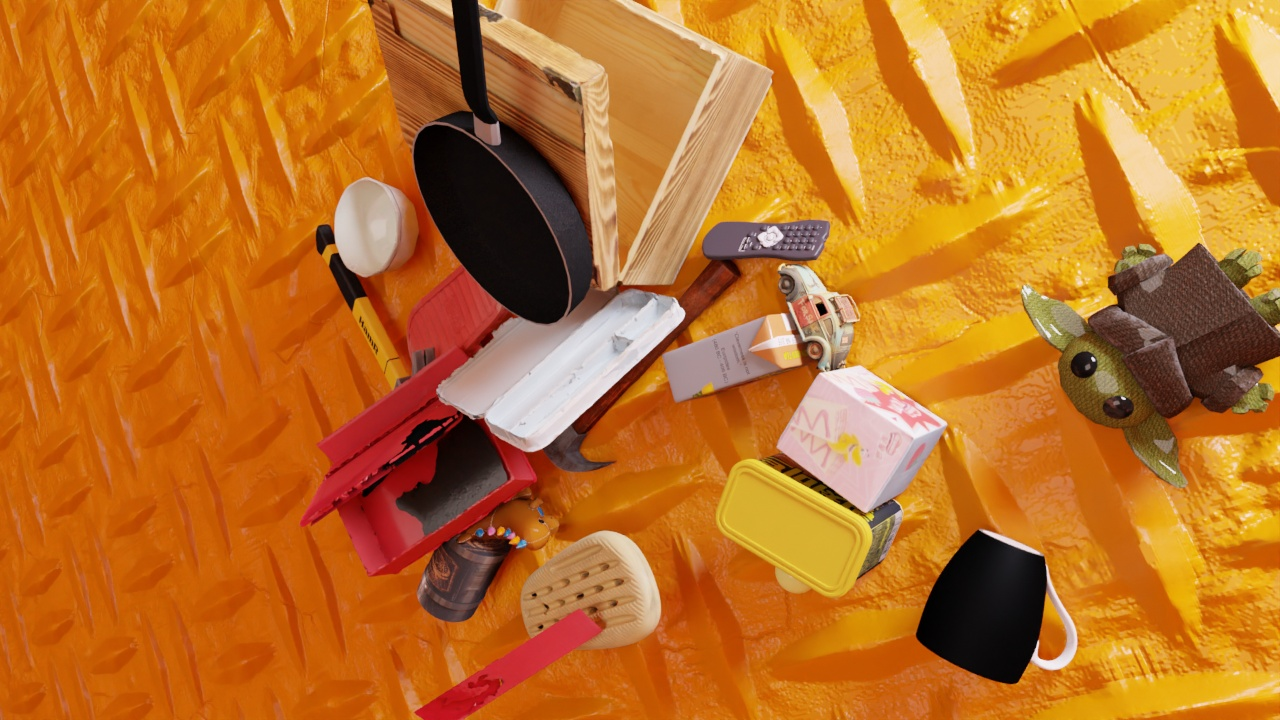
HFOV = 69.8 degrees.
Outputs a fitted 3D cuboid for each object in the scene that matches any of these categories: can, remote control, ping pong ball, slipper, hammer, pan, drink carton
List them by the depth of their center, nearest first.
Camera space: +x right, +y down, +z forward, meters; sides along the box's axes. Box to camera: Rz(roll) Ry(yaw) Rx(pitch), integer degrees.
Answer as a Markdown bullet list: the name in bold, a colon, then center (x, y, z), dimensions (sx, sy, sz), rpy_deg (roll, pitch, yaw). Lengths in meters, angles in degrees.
- **pan**: center (-0.117, -0.167, 0.747), dimensions (0.204, 0.044, 0.356), rpy_deg (39, 151, 21)
- **can**: center (0.149, 0.135, 0.798), dimensions (0.131, 0.100, 0.073), rpy_deg (28, 109, 30)
- **remote control**: center (0.112, -0.111, 0.843), dimensions (0.125, 0.009, 0.046), rpy_deg (5, 57, 34)
- **ping pong ball**: center (0.144, 0.194, 0.843), dimensions (0.040, 0.040, 0.040), rpy_deg (3, 96, 34)
- **drink carton**: center (0.090, -0.002, 0.845), dimensions (0.125, 0.076, 0.048), rpy_deg (-20, 82, 38)
- **hammer**: center (-0.006, 0.005, 0.938), dimensions (0.301, 0.028, 0.111), rpy_deg (-47, 68, 28)
- **slipper**: center (-0.043, 0.241, 0.958), dimensions (0.262, 0.079, 0.111), rpy_deg (-33, 70, 51)
- **slipper**: center (-0.198, -0.045, 1.047), dimensions (0.250, 0.059, 0.103), rpy_deg (-39, 70, 46)
- **hammer**: center (-0.336, -0.049, 1.139), dimensions (0.324, 0.034, 0.170), rpy_deg (56, 140, 24)

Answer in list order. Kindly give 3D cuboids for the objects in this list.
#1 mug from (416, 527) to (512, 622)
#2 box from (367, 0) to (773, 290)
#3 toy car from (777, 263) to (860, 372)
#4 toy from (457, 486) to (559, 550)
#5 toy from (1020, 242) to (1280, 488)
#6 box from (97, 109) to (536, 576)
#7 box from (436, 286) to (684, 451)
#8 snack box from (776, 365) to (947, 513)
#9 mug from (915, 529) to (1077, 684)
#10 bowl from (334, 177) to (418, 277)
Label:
- **mug**: center (-0.212, 0.228, 1.077), dimensions (0.107, 0.080, 0.115), rpy_deg (-62, 34, 23)
- **box**: center (-0.097, -0.215, 0.847), dimensions (0.279, 0.263, 0.270), rpy_deg (36, 114, 25)
- **toy car**: center (0.162, -0.042, 0.807), dimensions (0.047, 0.047, 0.112), rpy_deg (-29, 79, 33)
- **toy**: center (-0.145, 0.187, 1.003), dimensions (0.090, 0.102, 0.071), rpy_deg (22, 127, 60)
- **toy**: center (0.371, -0.012, 0.647), dimensions (0.153, 0.078, 0.179), rpy_deg (-42, 74, 30)
- **box**: center (-0.323, -0.004, 0.976), dimensions (0.215, 0.138, 0.467), rpy_deg (-33, 91, 12)
- **box**: center (-0.080, -0.005, 0.889), dimensions (0.190, 0.208, 0.038), rpy_deg (16, 142, 48)
- **snack box**: center (0.187, 0.062, 0.771), dimensions (0.095, 0.092, 0.080), rpy_deg (38, 113, 27)
- **mug**: center (0.292, 0.196, 0.727), dimensions (0.119, 0.085, 0.100), rpy_deg (20, 93, 1)
- **bowl**: center (-0.311, -0.159, 1.113), dimensions (0.118, 0.061, 0.117), rpy_deg (3, 95, 34)
